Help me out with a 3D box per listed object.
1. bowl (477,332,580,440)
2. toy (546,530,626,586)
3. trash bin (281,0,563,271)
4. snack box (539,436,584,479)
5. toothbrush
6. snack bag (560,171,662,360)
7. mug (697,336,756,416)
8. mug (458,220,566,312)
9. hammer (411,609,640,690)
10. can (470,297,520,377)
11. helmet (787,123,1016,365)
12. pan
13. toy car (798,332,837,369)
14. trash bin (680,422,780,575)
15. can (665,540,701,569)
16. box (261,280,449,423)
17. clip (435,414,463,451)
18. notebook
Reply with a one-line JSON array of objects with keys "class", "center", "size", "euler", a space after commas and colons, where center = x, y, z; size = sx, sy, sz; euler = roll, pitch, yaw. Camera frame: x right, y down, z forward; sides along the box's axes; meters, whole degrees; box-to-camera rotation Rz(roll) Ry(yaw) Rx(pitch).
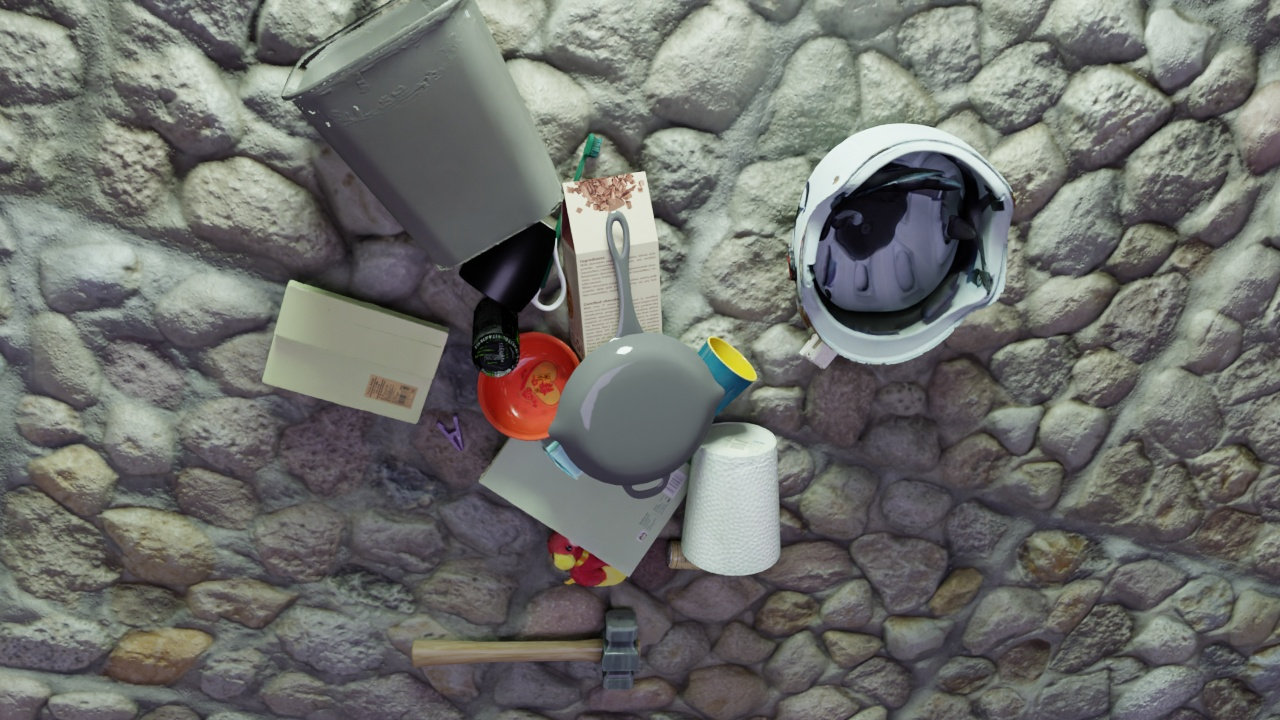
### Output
[{"class": "bowl", "center": [-0.128, 0.033, 1.108], "size": [0.130, 0.045, 0.130], "euler": [-1, 82, 7]}, {"class": "toy", "center": [-0.071, 0.267, 1.247], "size": [0.137, 0.067, 0.106], "euler": [32, 106, -34]}, {"class": "trash bin", "center": [-0.199, -0.234, 0.914], "size": [0.197, 0.197, 0.220], "euler": [-28, 123, 6]}, {"class": "snack box", "center": [-0.043, 0.059, 1.115], "size": [0.174, 0.075, 0.053], "euler": [-44, 112, -3]}, {"class": "toothbrush", "center": [-0.083, -0.168, 1.052], "size": [0.017, 0.016, 0.190], "euler": [15, 113, -20]}, {"class": "snack bag", "center": [-0.034, -0.108, 1.049], "size": [0.094, 0.070, 0.207], "euler": [-11, 118, -15]}, {"class": "mug", "center": [0.077, 0.039, 1.148], "size": [0.078, 0.078, 0.122], "euler": [32, 112, -21]}, {"class": "mug", "center": [-0.130, -0.110, 1.038], "size": [0.119, 0.085, 0.100], "euler": [31, 96, -22]}, {"class": "hammer", "center": [-0.161, 0.417, 1.313], "size": [0.322, 0.051, 0.117], "euler": [1, 116, -6]}, {"class": "can", "center": [-0.164, -0.029, 1.040], "size": [0.054, 0.137, 0.054], "euler": [-3, 115, -7]}, {"class": "helmet", "center": [0.277, -0.139, 1.037], "size": [0.236, 0.163, 0.264], "euler": [-1, 122, -4]}, {"class": "pan", "center": [-0.006, 0.006, 1.045], "size": [0.216, 0.024, 0.355], "euler": [-12, 113, -14]}, {"class": "toy car", "center": [0.251, -0.039, 1.150], "size": [0.039, 0.039, 0.113], "euler": [32, 108, -21]}, {"class": "trash bin", "center": [0.120, 0.174, 1.191], "size": [0.133, 0.133, 0.161], "euler": [-2, 111, -7]}, {"class": "can", "center": [0.077, 0.272, 1.279], "size": [0.079, 0.038, 0.038], "euler": [5, 115, -11]}, {"class": "box", "center": [-0.330, -0.005, 1.064], "size": [0.187, 0.024, 0.137], "euler": [19, 114, -17]}, {"class": "clip", "center": [-0.234, 0.088, 1.158], "size": [0.050, 0.014, 0.046], "euler": [38, 103, -19]}, {"class": "notebook", "center": [-0.056, 0.146, 1.181], "size": [0.252, 0.010, 0.182], "euler": [37, 86, -23]}]
